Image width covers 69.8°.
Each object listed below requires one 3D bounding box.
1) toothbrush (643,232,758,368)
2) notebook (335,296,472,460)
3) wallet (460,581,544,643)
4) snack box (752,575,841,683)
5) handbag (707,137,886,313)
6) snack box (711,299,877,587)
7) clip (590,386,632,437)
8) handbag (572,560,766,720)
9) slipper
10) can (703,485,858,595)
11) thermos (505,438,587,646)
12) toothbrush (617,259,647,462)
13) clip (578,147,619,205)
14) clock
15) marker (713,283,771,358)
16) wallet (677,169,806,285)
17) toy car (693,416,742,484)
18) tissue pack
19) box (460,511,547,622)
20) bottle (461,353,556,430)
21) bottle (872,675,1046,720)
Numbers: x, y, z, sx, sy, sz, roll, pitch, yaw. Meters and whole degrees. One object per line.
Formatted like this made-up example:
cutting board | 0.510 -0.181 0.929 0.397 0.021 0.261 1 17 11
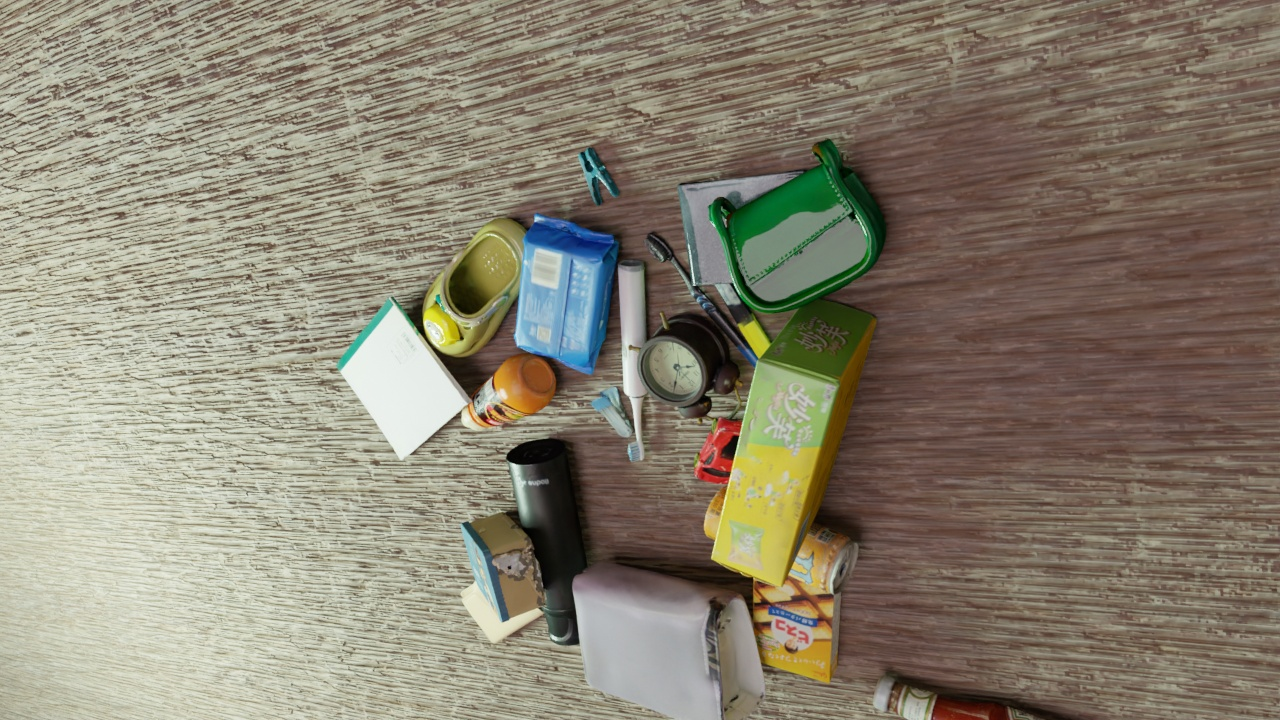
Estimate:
toothbrush | 0.066 -0.049 0.888 0.189 0.016 0.014 50 131 1
notebook | -0.290 0.027 1.099 0.150 0.012 0.210 54 139 -1
wallet | -0.181 0.311 1.181 0.115 0.024 0.087 -39 87 37
snack box | 0.162 0.261 0.957 0.087 0.033 0.140 10 117 27
handbag | 0.136 -0.110 0.781 0.132 0.067 0.120 -25 92 24
snack box | 0.136 0.069 0.811 0.070 0.157 0.210 18 119 18
clip | -0.026 0.058 0.987 0.027 0.044 0.058 -25 102 34
handbag | 0.028 0.301 0.997 0.197 0.098 0.145 3 113 40
slipper | -0.187 -0.074 0.985 0.091 0.081 0.191 49 123 6
can | 0.137 0.176 0.906 0.146 0.058 0.058 20 120 31
thermos | -0.088 0.211 1.067 0.090 0.068 0.243 -10 110 -1
toothbrush | -0.006 0.006 0.947 0.027 0.026 0.221 -137 41 -60
clip | -0.042 -0.181 0.896 0.039 0.013 0.056 -18 102 34
clock | 0.050 0.010 0.899 0.122 0.055 0.082 47 125 3
marker | 0.093 -0.051 0.874 0.018 0.015 0.124 -32 90 31
wallet | 0.097 -0.119 0.831 0.121 0.019 0.097 -3 110 20
toy car | 0.085 0.094 0.911 0.049 0.031 0.107 14 141 -7
tissue pack | -0.076 -0.067 0.936 0.095 0.052 0.157 18 118 15
box | -0.162 0.233 1.064 0.184 0.059 0.090 179 76 -69
bottle | -0.157 0.044 1.033 0.150 0.066 0.067 -30 94 43
bottle | 0.330 0.357 0.887 0.206 0.059 0.060 13 117 29
